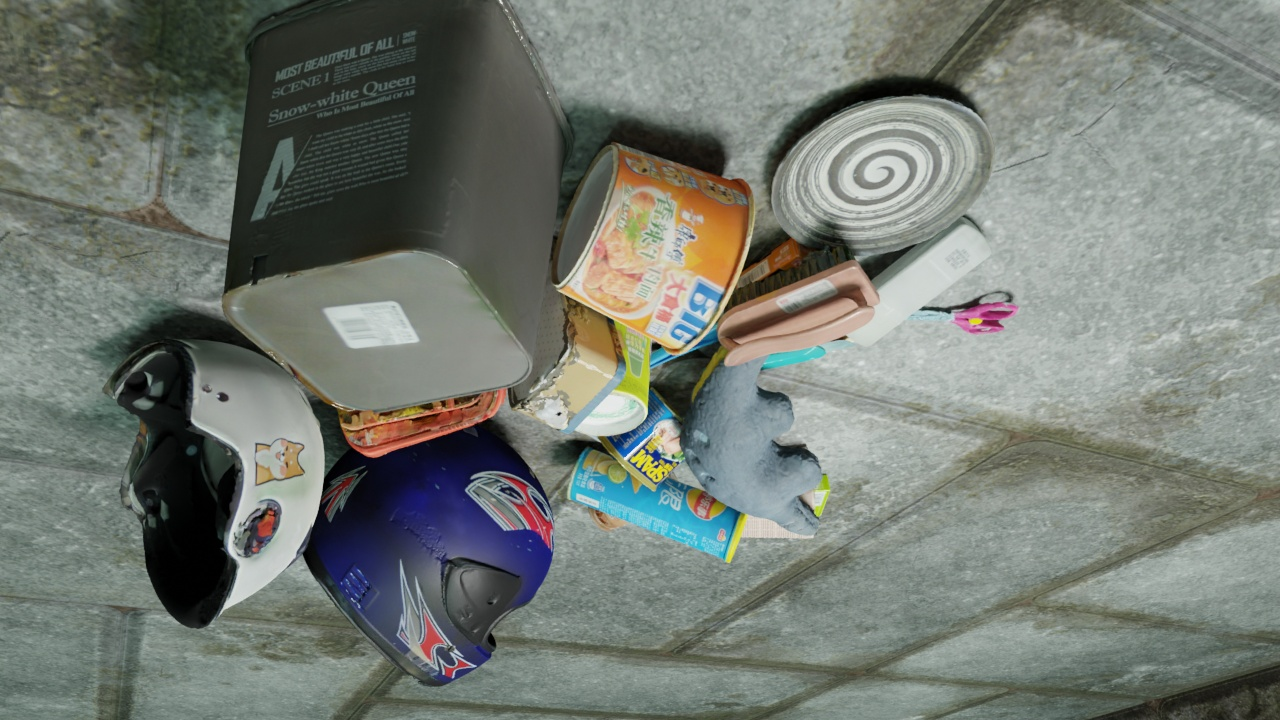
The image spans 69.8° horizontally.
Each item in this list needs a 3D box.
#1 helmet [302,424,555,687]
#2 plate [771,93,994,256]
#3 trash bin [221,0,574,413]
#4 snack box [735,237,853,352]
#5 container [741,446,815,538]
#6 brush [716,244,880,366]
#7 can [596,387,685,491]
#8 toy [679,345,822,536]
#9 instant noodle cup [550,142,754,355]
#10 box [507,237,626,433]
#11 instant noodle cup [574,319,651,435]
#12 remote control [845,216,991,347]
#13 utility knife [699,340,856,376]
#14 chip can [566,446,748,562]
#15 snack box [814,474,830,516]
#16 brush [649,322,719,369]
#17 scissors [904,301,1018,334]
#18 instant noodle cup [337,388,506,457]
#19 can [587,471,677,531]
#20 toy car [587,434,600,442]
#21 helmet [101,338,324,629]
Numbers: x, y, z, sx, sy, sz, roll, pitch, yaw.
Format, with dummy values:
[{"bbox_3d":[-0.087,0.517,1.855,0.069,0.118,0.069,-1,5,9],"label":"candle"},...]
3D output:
[{"bbox_3d":[-0.215,0.205,1.042,0.240,0.247,0.316,-34,133,-9],"label":"helmet"},{"bbox_3d":[0.195,-0.150,0.750,0.179,0.024,0.180,-2,145,-2],"label":"plate"},{"bbox_3d":[-0.160,-0.102,0.615,0.199,0.219,0.199,-11,145,13],"label":"trash bin"},{"bbox_3d":[0.168,-0.060,0.879,0.153,0.026,0.075,26,136,-36],"label":"snack box"},{"bbox_3d":[0.158,0.169,1.154,0.111,0.089,0.090,-3,130,4],"label":"container"},{"bbox_3d":[0.134,-0.043,0.812,0.146,0.073,0.063,-21,143,24],"label":"brush"},{"bbox_3d":[0.013,0.089,1.034,0.083,0.057,0.102,-43,139,1],"label":"can"},{"bbox_3d":[0.117,0.094,0.993,0.138,0.091,0.357,-16,131,10],"label":"toy"},{"bbox_3d":[0.004,-0.093,0.719,0.111,0.151,0.152,20,140,-19],"label":"instant noodle cup"},{"bbox_3d":[-0.073,-0.030,0.778,0.061,0.184,0.090,30,120,-32],"label":"box"},{"bbox_3d":[-0.035,0.001,0.864,0.111,0.123,0.112,-2,146,-2],"label":"instant noodle cup"},{"bbox_3d":[0.248,-0.072,0.846,0.150,0.021,0.058,-40,132,23],"label":"remote control"},{"bbox_3d":[0.137,-0.001,0.955,0.182,0.013,0.029,-13,146,33],"label":"utility knife"},{"bbox_3d":[0.021,0.170,1.099,0.210,0.071,0.071,20,148,12],"label":"chip can"},{"bbox_3d":[0.174,0.189,1.253,0.156,0.026,0.086,-3,146,0],"label":"snack box"},{"bbox_3d":[-0.006,0.006,0.958,0.255,0.045,0.083,-21,139,19],"label":"brush"},{"bbox_3d":[0.309,-0.041,0.935,0.137,0.017,0.074,-2,156,5],"label":"scissors"},{"bbox_3d":[-0.196,-0.022,0.802,0.165,0.188,0.079,-16,176,20],"label":"instant noodle cup"},{"bbox_3d":[-0.010,0.177,1.190,0.117,0.058,0.058,-29,139,33],"label":"can"},{"bbox_3d":[-0.035,0.078,1.062,0.043,0.034,0.090,-30,140,28],"label":"toy car"},{"bbox_3d":[-0.400,0.106,0.906,0.230,0.274,0.156,3,-167,40],"label":"helmet"}]
